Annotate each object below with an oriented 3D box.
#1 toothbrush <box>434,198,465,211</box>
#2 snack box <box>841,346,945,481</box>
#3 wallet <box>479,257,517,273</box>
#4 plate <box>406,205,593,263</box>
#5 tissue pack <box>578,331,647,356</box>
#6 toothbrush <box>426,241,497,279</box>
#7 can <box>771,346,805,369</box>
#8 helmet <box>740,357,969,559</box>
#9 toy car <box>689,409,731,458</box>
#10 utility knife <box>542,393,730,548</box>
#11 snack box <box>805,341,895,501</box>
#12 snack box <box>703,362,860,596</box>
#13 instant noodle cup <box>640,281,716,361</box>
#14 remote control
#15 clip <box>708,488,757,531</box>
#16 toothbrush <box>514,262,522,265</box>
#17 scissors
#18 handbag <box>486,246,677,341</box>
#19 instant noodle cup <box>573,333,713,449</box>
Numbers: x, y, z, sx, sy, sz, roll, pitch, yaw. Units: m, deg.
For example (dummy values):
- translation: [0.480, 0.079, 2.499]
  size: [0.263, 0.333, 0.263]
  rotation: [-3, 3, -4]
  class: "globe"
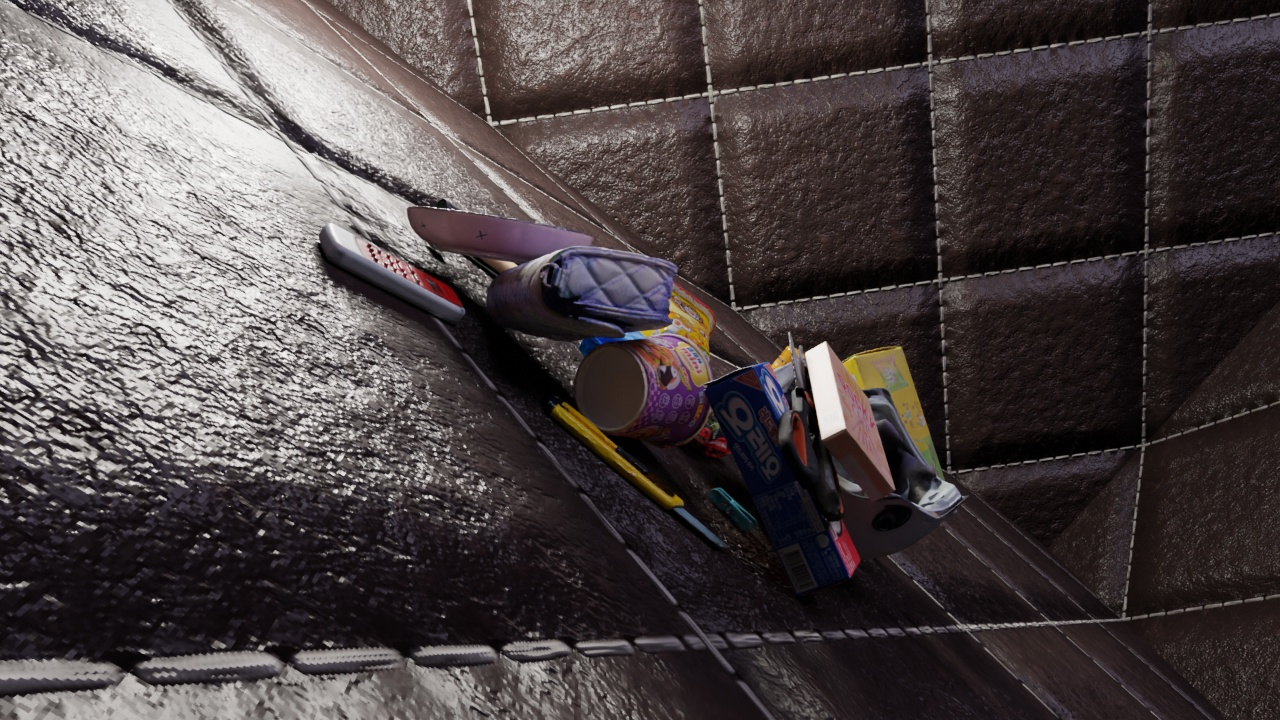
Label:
- translation: [-0.189, -0.159, 1.236]
  size: [0.212, 0.026, 0.027]
  rotation: [29, 48, -46]
  class: "toothbrush"
- translation: [0.293, 0.104, 1.152]
  size: [0.158, 0.070, 0.210]
  rotation: [129, -52, -70]
  class: "snack box"
- translation: [-0.146, -0.103, 1.126]
  size: [0.115, 0.024, 0.087]
  rotation: [36, 2, 26]
  class: "wallet"
- translation: [-0.146, -0.124, 0.948]
  size: [0.192, 0.039, 0.192]
  rotation: [8, 4, -1]
  class: "plate"
- translation: [-0.006, 0.006, 1.059]
  size: [0.095, 0.052, 0.157]
  rotation: [44, 12, 19]
  class: "tissue pack"
- translation: [-0.167, -0.092, 1.047]
  size: [0.181, 0.018, 0.016]
  rotation: [35, -10, -28]
  class: "toothbrush"
- translation: [0.169, 0.053, 1.188]
  size: [0.058, 0.146, 0.058]
  rotation: [36, 11, -8]
  class: "can"
- translation: [0.197, 0.120, 0.979]
  size: [0.258, 0.146, 0.229]
  rotation: [11, 33, -35]
  class: "helmet"
- translation: [0.075, 0.081, 1.028]
  size: [0.053, 0.045, 0.120]
  rotation: [41, 5, 29]
  class: "toy car"
- translation: [-0.003, 0.094, 0.783]
  size: [0.207, 0.015, 0.033]
  rotation: [39, 13, 4]
  class: "utility knife"
- translation: [0.195, 0.054, 0.866]
  size: [0.084, 0.026, 0.157]
  rotation: [49, 22, -22]
  class: "snack box"
- translation: [0.128, 0.104, 0.830]
  size: [0.207, 0.057, 0.058]
  rotation: [66, 24, 5]
  class: "snack box"
- translation: [0.036, -0.026, 1.212]
  size: [0.116, 0.116, 0.123]
  rotation: [34, 22, -21]
  class: "instant noodle cup"
- translation: [-0.213, -0.075, 0.793]
  size: [0.136, 0.020, 0.056]
  rotation: [30, 14, -39]
  class: "remote control"
- translation: [0.089, 0.144, 0.889]
  size: [0.056, 0.014, 0.040]
  rotation: [41, 10, 17]
  class: "clip"
- translation: [-0.118, -0.087, 1.189]
  size: [0.014, 0.017, 0.189]
  rotation: [24, 18, -52]
  class: "toothbrush"
- translation: [0.146, 0.038, 0.838]
  size: [0.162, 0.022, 0.233]
  rotation: [36, 35, -50]
  class: "scissors"
- translation: [-0.057, -0.057, 0.855]
  size: [0.134, 0.075, 0.194]
  rotation: [8, -5, -22]
  class: "handbag"
- translation: [-0.001, 0.027, 0.855]
  size: [0.111, 0.112, 0.099]
  rotation: [43, 19, 27]
  class: "instant noodle cup"
